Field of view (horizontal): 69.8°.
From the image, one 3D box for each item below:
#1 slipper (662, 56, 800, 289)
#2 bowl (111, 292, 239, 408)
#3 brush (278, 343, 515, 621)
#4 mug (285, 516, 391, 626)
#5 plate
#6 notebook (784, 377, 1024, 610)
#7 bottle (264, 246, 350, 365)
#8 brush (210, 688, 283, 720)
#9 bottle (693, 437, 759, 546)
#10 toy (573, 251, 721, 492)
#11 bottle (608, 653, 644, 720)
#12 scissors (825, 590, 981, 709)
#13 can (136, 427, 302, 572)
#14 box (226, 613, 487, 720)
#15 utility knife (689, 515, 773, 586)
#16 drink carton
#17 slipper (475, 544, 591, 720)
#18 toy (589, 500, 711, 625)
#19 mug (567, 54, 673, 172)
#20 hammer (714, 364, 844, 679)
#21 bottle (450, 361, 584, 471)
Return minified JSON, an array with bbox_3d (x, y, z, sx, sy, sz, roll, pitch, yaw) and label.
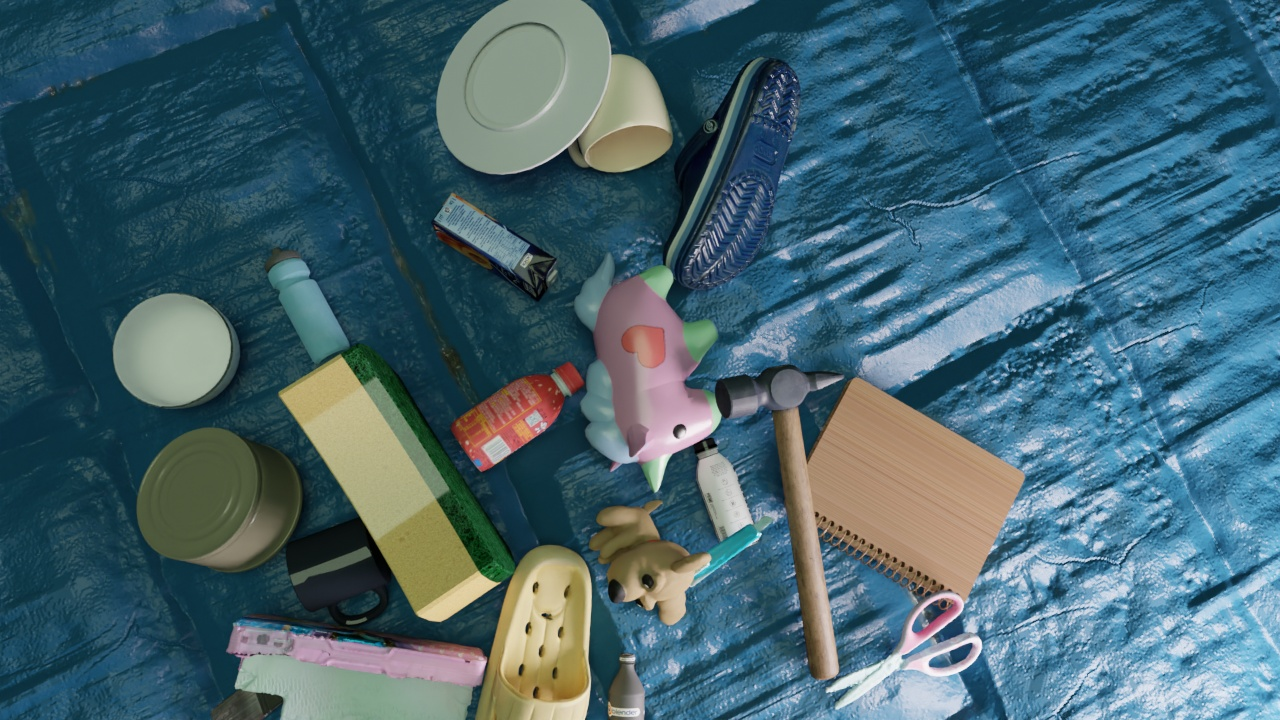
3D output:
[{"bbox_3d":[0.090,-0.196,0.971,0.095,0.105,0.253,25,93,38],"label":"slipper"},{"bbox_3d":[-0.454,-0.007,0.913,0.113,0.063,0.113,1,82,-5],"label":"bowl"},{"bbox_3d":[-0.215,0.111,0.847,0.075,0.195,0.250,-33,85,-8],"label":"brush"},{"bbox_3d":[-0.287,0.212,0.897,0.077,0.071,0.105,-20,110,-7],"label":"mug"},{"bbox_3d":[-0.128,-0.294,0.955,0.209,0.015,0.208,-6,74,22],"label":"plate"},{"bbox_3d":[0.276,0.141,0.966,0.210,0.022,0.169,30,80,1],"label":"notebook"},{"bbox_3d":[-0.345,-0.059,0.941,0.040,0.040,0.130,-29,85,-8],"label":"bottle"},{"bbox_3d":[-0.353,0.315,0.900,0.151,0.012,0.039,-37,85,-9],"label":"brush"},{"bbox_3d":[0.084,0.136,0.944,0.041,0.041,0.116,-19,84,-7],"label":"bottle"},{"bbox_3d":[-0.006,0.005,0.927,0.170,0.120,0.222,-38,87,-18],"label":"toy"},{"bbox_3d":[-0.014,0.347,0.908,0.036,0.036,0.109,2,82,-4],"label":"bottle"},{"bbox_3d":[0.271,0.317,0.939,0.179,0.016,0.105,-39,106,-2],"label":"scissors"},{"bbox_3d":[-0.399,0.133,0.873,0.128,0.073,0.127,-4,69,11],"label":"can"},{"bbox_3d":[-0.267,0.308,0.860,0.230,0.086,0.105,12,77,-8],"label":"box"},{"bbox_3d":[0.087,0.190,0.914,0.124,0.015,0.022,-40,73,30],"label":"utility knife"},{"bbox_3d":[-0.149,-0.115,0.951,0.130,0.064,0.040,33,81,1],"label":"drink carton"},{"bbox_3d":[-0.089,0.310,0.876,0.111,0.079,0.261,15,76,-29],"label":"slipper"},{"bbox_3d":[0.004,0.194,0.908,0.105,0.134,0.108,-19,56,-29],"label":"toy"},{"bbox_3d":[-0.033,-0.262,0.971,0.120,0.096,0.099,-23,73,30],"label":"mug"},{"bbox_3d":[0.163,0.164,0.919,0.129,0.040,0.322,-11,95,-16],"label":"hammer"},{"bbox_3d":[-0.120,0.051,0.931,0.137,0.062,0.062,-34,85,-9],"label":"bottle"}]
